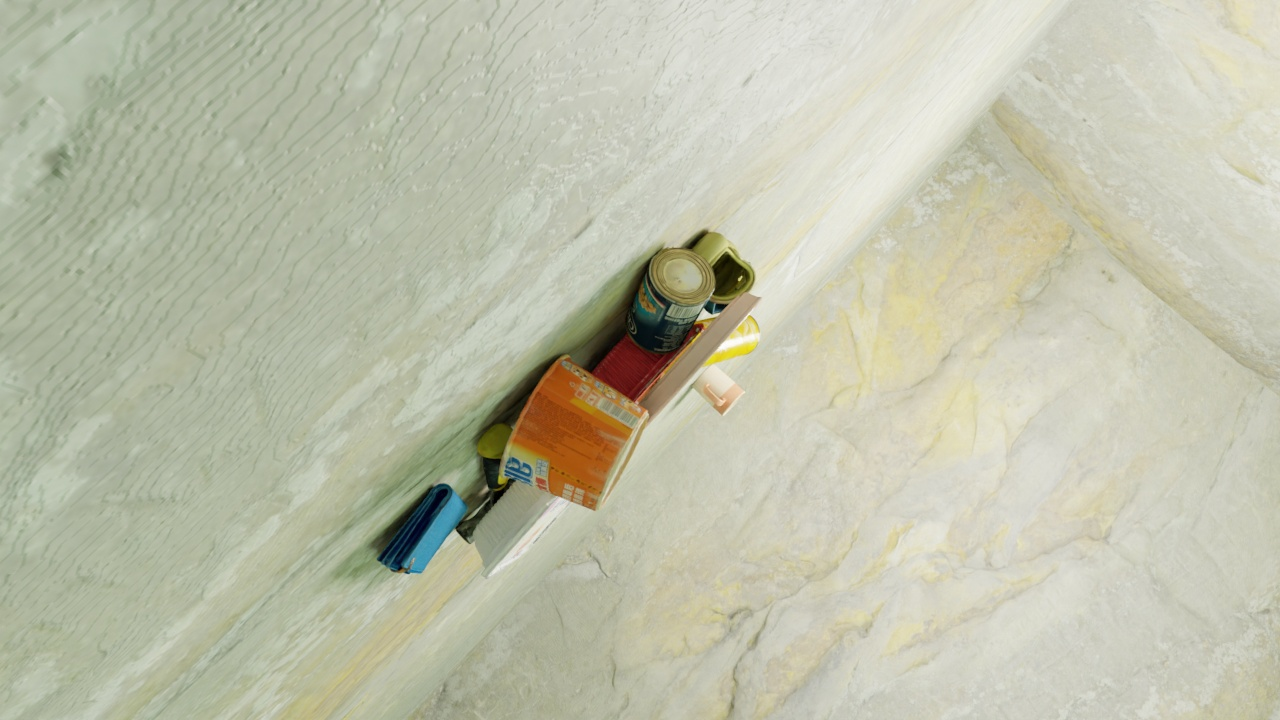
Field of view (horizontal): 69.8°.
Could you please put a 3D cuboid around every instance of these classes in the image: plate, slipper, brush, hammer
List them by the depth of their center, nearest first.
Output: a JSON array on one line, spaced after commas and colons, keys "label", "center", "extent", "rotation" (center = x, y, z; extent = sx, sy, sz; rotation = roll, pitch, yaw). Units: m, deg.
[{"label": "plate", "center": [0.059, 0.003, 1.094], "extent": [0.229, 0.028, 0.229], "rotation": [-47, 178, -2]}, {"label": "hammer", "center": [-0.172, 0.139, 1.108], "extent": [0.126, 0.032, 0.324], "rotation": [-43, 170, -22]}, {"label": "slipper", "center": [0.098, -0.103, 1.153], "extent": [0.092, 0.081, 0.190], "rotation": [-45, 169, 7]}, {"label": "brush", "center": [0.121, -0.101, 1.340], "extent": [0.073, 0.055, 0.144], "rotation": [-43, 171, -4]}]

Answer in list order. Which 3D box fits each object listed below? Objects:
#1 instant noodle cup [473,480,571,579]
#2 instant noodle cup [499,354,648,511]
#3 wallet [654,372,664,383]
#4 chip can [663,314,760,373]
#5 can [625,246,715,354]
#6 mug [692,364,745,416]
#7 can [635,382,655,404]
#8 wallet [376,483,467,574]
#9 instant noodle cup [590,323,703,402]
[{"label": "instant noodle cup", "center": [-0.139, 0.185, 1.158], "extent": [0.174, 0.060, 0.137], "rotation": [-50, 170, 15]}, {"label": "instant noodle cup", "center": [-0.066, 0.084, 0.983], "extent": [0.151, 0.111, 0.151], "rotation": [-62, 174, -12]}, {"label": "wallet", "center": [0.047, -0.011, 1.407], "extent": [0.107, 0.031, 0.132], "rotation": [-63, 171, -5]}, {"label": "chip can", "center": [0.099, -0.027, 1.334], "extent": [0.072, 0.072, 0.212], "rotation": [-52, 160, 28]}, {"label": "can", "center": [0.032, -0.066, 1.016], "extent": [0.075, 0.075, 0.111], "rotation": [-42, 170, -30]}, {"label": "mug", "center": [0.185, 0.075, 2.239], "extent": [0.082, 0.106, 0.114], "rotation": [-51, 170, 22]}, {"label": "can", "center": [-0.015, 0.073, 1.453], "extent": [0.146, 0.058, 0.058], "rotation": [-37, 167, -47]}, {"label": "wallet", "center": [-0.235, 0.187, 1.002], "extent": [0.106, 0.040, 0.133], "rotation": [-53, 173, -15]}, {"label": "instant noodle cup", "center": [-0.007, 0.007, 1.142], "extent": [0.194, 0.066, 0.194], "rotation": [-46, 178, -2]}]
